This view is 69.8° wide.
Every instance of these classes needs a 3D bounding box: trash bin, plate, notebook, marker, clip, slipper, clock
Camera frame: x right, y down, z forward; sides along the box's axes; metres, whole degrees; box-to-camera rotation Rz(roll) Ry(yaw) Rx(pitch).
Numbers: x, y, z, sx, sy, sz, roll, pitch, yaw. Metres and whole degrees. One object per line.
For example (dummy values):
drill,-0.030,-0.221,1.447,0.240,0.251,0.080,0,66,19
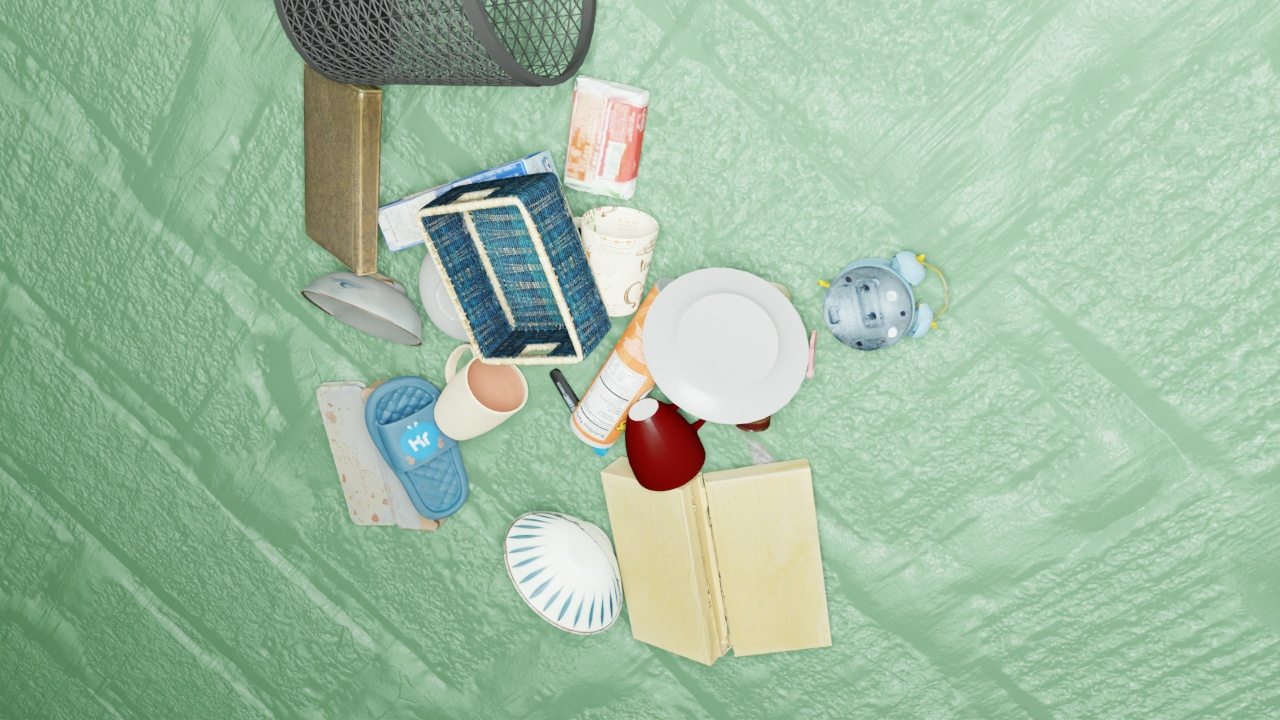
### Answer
trash bin,-0.201,-0.361,0.873,0.244,0.216,0.217,2,113,27
plate,0.088,-0.015,0.949,0.173,0.019,0.173,7,116,15
notebook,-0.326,-0.209,1.031,0.190,0.034,0.216,34,125,38
marker,-0.076,0.064,1.117,0.018,0.015,0.123,-26,100,29
clip,0.180,-0.007,0.986,0.035,0.022,0.058,0,118,18
slipper,-0.272,0.113,1.166,0.059,0.103,0.214,22,137,50
clock,0.244,-0.061,0.919,0.125,0.051,0.089,-9,108,23

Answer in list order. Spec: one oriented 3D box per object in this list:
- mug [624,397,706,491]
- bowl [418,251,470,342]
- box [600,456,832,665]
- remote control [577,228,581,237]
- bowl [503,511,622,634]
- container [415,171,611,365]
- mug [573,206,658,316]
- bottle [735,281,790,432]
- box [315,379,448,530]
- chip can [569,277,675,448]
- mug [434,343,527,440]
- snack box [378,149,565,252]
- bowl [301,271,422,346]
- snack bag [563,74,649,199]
mug,0.029,0.079,1.040,0.087,0.114,0.088,33,155,51
bowl,-0.201,-0.080,1.071,0.132,0.064,0.132,8,115,17
box,0.090,0.240,1.103,0.261,0.096,0.247,-4,112,16
remote control,-0.068,-0.134,1.027,0.125,0.010,0.039,32,120,5
bowl,-0.083,0.253,1.166,0.177,0.070,0.177,14,118,27
container,-0.128,-0.092,0.950,0.145,0.071,0.187,-1,123,33
mug,-0.042,-0.111,0.988,0.122,0.080,0.097,28,128,29
bottle,0.126,-0.002,0.987,0.056,0.056,0.162,9,116,17
box,-0.347,0.128,1.239,0.149,0.042,0.216,3,114,24
chip can,-0.006,0.006,1.037,0.062,0.062,0.211,35,120,3
mug,-0.206,0.036,1.123,0.105,0.085,0.111,-37,69,41
snack box,-0.192,-0.174,1.017,0.227,0.059,0.059,-10,109,30
bowl,-0.324,-0.072,1.104,0.151,0.151,0.056,17,76,13
snack bag,-0.036,-0.232,0.957,0.077,0.036,0.116,17,118,14
